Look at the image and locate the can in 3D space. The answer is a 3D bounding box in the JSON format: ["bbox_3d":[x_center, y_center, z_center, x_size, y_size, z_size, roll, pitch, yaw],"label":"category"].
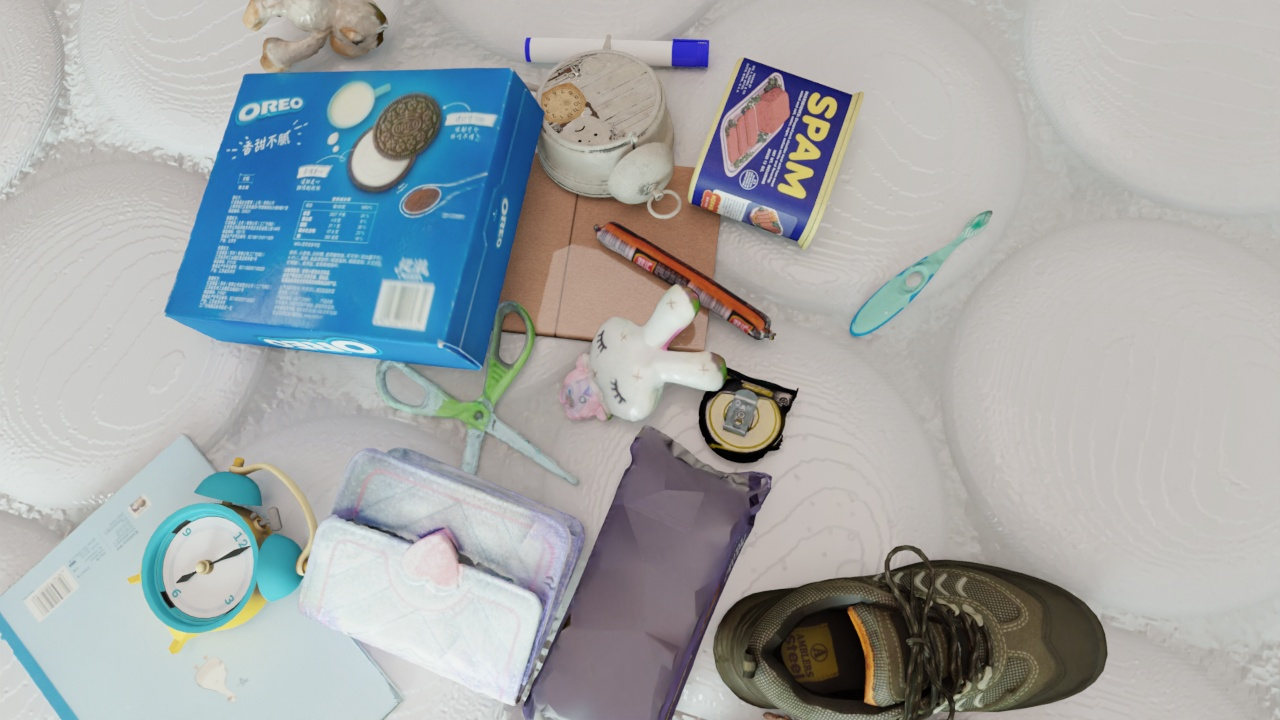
[{"bbox_3d":[0.095,-0.150,0.654,0.092,0.056,0.116,20,76,3],"label":"can"}]

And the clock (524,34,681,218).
[{"bbox_3d":[-0.018,-0.162,0.659,0.103,0.061,0.157,-30,66,-9],"label":"clock"}]

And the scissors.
[{"bbox_3d":[-0.118,0.039,0.649,0.172,0.023,0.171,11,80,5],"label":"scissors"}]

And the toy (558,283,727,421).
[{"bbox_3d":[-0.004,0.004,0.627,0.123,0.038,0.079,-28,76,18],"label":"toy"}]

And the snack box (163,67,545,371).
[{"bbox_3d":[-0.200,-0.103,0.640,0.239,0.056,0.195,6,76,22],"label":"snack box"}]

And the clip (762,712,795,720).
[{"bbox_3d":[0.100,0.244,0.577,0.052,0.026,0.059,-39,75,-4],"label":"clip"}]

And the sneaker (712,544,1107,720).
[{"bbox_3d":[0.162,0.160,0.532,0.238,0.143,0.101,-5,75,2],"label":"sneaker"}]

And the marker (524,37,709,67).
[{"bbox_3d":[-0.018,-0.239,0.710,0.141,0.020,0.020,3,76,5],"label":"marker"}]

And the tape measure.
[{"bbox_3d":[0.070,0.039,0.625,0.062,0.034,0.061,16,79,9],"label":"tape measure"}]

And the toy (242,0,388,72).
[{"bbox_3d":[-0.246,-0.271,0.717,0.106,0.074,0.085,9,63,2],"label":"toy"}]

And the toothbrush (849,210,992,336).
[{"bbox_3d":[0.200,-0.063,0.650,0.135,0.017,0.022,-40,80,-6],"label":"toothbrush"}]

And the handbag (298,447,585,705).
[{"bbox_3d":[-0.129,0.137,0.596,0.158,0.069,0.126,21,87,7],"label":"handbag"}]

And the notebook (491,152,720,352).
[{"bbox_3d":[-0.049,-0.084,0.678,0.209,0.008,0.141,6,76,6],"label":"notebook"}]

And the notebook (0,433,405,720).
[{"bbox_3d":[-0.307,0.200,0.624,0.181,0.009,0.253,-43,77,-8],"label":"notebook"}]

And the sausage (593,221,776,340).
[{"bbox_3d":[0.030,-0.059,0.650,0.155,0.020,0.020,33,80,11],"label":"sausage"}]

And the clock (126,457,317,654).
[{"bbox_3d":[-0.278,0.129,0.615,0.129,0.044,0.099,-40,76,-1],"label":"clock"}]

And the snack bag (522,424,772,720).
[{"bbox_3d":[0.004,0.151,0.589,0.096,0.058,0.205,22,79,10],"label":"snack bag"}]
